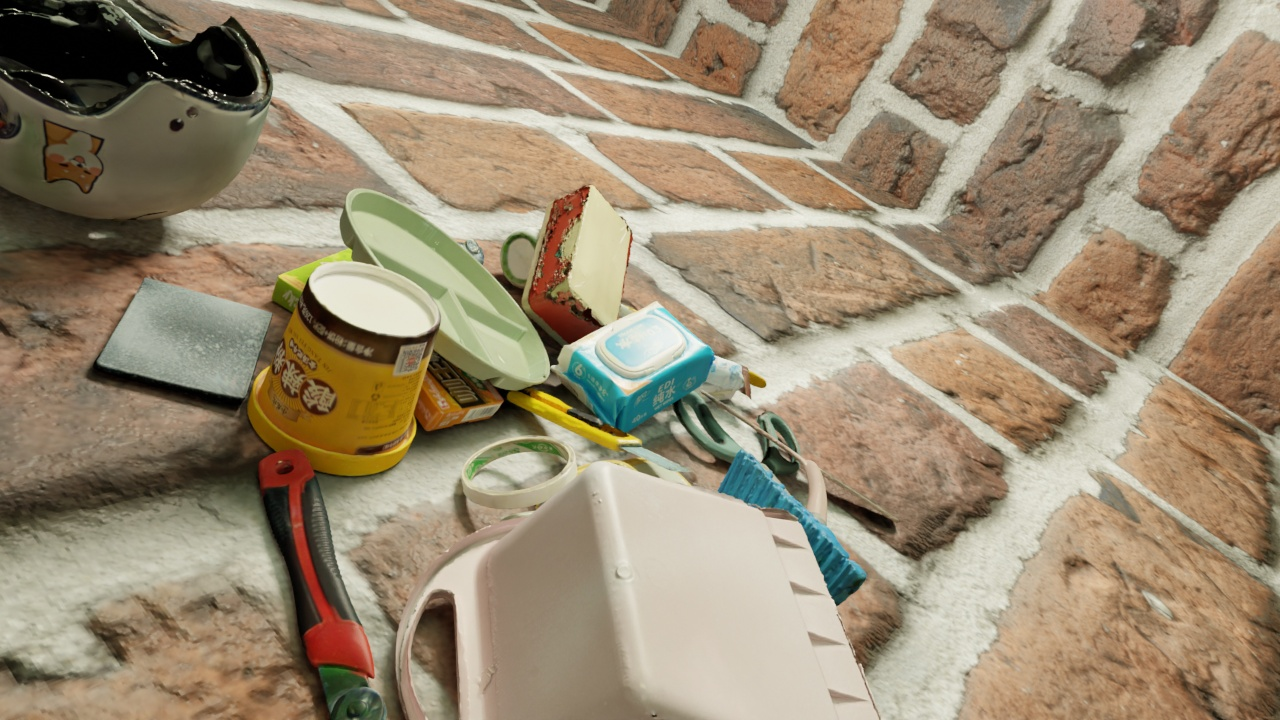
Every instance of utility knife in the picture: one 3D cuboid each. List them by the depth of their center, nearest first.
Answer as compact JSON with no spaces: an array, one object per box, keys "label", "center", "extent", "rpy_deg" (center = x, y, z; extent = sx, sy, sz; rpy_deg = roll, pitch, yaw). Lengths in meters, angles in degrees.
[{"label":"utility knife","center":[-0.040,0.054,0.757],"extent":[0.209,0.015,0.033],"rpy_deg":[21,19,37]}]

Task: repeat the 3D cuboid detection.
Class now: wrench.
[{"label":"wrench","center":[-0.174,0.141,0.522],"extent":[0.056,0.016,0.273],"rpy_deg":[-21,45,-24]}]

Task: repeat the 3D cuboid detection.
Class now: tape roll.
[{"label":"tape roll","center":[-0.090,0.082,0.685],"extent":[0.086,0.014,0.085],"rpy_deg":[-5,24,2]}]

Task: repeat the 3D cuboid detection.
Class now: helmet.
[{"label":"helmet","center":[-0.446,-0.201,0.742],"extent":[0.274,0.157,0.229],"rpy_deg":[8,32,-15]}]

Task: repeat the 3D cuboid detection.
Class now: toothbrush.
[{"label":"toothbrush","center":[0.053,-0.017,1.001],"extent":[0.191,0.016,0.018],"rpy_deg":[27,14,-5]}]

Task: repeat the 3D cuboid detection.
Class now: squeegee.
[{"label":"squeegee","center":[0.152,0.143,0.819],"extent":[0.247,0.040,0.249],"rpy_deg":[34,29,-9]}]

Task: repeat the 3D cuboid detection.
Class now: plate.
[{"label":"plate","center":[-0.169,-0.059,0.798],"extent":[0.230,0.027,0.230],"rpy_deg":[45,11,-11]}]

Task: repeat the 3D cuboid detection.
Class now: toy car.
[{"label":"toy car","center":[-0.203,-0.105,0.944],"extent":[0.090,0.043,0.034],"rpy_deg":[3,68,-50]}]

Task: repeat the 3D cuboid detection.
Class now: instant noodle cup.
[{"label":"instant noodle cup","center":[-0.204,0.002,0.653],"extent":[0.118,0.115,0.118],"rpy_deg":[23,26,-12]}]

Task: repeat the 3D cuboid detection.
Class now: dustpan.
[{"label":"dustpan","center":[0.003,0.179,0.566],"extent":[0.273,0.139,0.222],"rpy_deg":[30,28,-31]}]

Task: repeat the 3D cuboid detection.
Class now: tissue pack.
[{"label":"tissue pack","center":[-0.005,0.005,0.867],"extent":[0.139,0.063,0.090],"rpy_deg":[-29,56,-32]}]

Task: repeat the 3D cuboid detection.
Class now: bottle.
[{"label":"bottle","center":[-0.080,-0.120,1.069],"extent":[0.068,0.068,0.196],"rpy_deg":[38,23,20]}]

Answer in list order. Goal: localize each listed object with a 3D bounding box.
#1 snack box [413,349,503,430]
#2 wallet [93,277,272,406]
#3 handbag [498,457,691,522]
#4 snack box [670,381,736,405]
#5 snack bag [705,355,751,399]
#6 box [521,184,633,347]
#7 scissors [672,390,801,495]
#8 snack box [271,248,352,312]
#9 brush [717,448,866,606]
[{"label":"snack box","center":[-0.185,-0.011,0.764],"extent":[0.153,0.026,0.075],"rpy_deg":[51,28,18]},{"label":"wallet","center":[-0.330,-0.015,0.673],"extent":[0.097,0.019,0.120],"rpy_deg":[16,29,-20]},{"label":"handbag","center":[-0.014,0.140,0.657],"extent":[0.178,0.063,0.163],"rpy_deg":[-1,36,-40]},{"label":"snack box","center":[0.030,0.010,0.977],"extent":[0.156,0.027,0.084],"rpy_deg":[-3,39,-47]},{"label":"snack bag","center":[0.074,0.008,0.963],"extent":[0.104,0.026,0.048],"rpy_deg":[20,41,-19]},{"label":"box","center":[-0.056,-0.102,0.951],"extent":[0.091,0.076,0.168],"rpy_deg":[44,38,-35]},{"label":"scissors","center":[0.114,0.083,0.926],"extent":[0.170,0.019,0.180],"rpy_deg":[46,29,20]},{"label":"snack box","center":[-0.250,-0.065,0.835],"extent":[0.086,0.026,0.156],"rpy_deg":[30,26,5]},{"label":"brush","center":[0.130,0.194,0.677],"extent":[0.060,0.109,0.314],"rpy_deg":[41,4,-42]}]
